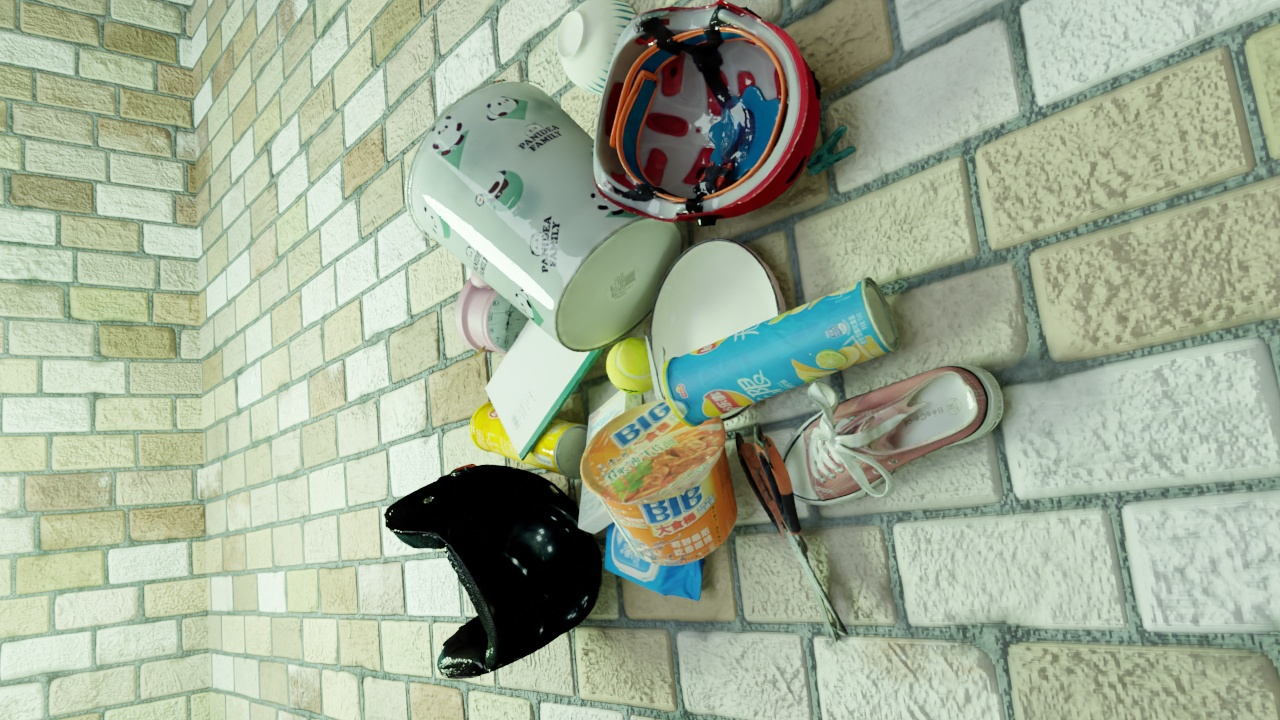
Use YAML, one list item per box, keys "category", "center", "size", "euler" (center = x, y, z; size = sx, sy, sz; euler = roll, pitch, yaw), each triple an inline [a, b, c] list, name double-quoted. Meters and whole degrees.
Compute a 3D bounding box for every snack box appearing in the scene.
- category: "snack box"
  center: [-0.035, 0.115, 1.068]
  size: [0.085, 0.027, 0.156]
  euler: [-40, 35, 42]

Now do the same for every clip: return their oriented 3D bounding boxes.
- category: "clip"
  center: [0.180, -0.198, 0.876]
  size: [0.055, 0.013, 0.037]
  euler: [-35, 62, 42]

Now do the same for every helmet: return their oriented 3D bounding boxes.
- category: "helmet"
  center: [-0.173, 0.241, 1.125]
  size: [0.275, 0.230, 0.234]
  euler: [-138, 34, -67]
- category: "helmet"
  center: [0.081, -0.231, 0.902]
  size: [0.240, 0.143, 0.207]
  euler: [14, 98, 34]

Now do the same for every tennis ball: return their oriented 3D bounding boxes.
- category: "tennis ball"
  center: [-0.006, 0.006, 1.053]
  size: [0.066, 0.065, 0.065]
  euler: [-3, 86, 50]

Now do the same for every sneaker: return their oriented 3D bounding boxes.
- category: "sneaker"
  center: [0.190, 0.066, 0.791]
  size: [0.242, 0.087, 0.118]
  euler: [-34, 63, 50]

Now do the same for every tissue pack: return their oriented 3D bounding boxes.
- category: "tissue pack"
  center: [0.014, 0.208, 1.031]
  size: [0.157, 0.052, 0.095]
  euler: [8, 95, 50]

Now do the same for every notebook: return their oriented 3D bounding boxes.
- category: "notebook"
  center: [-0.122, 0.002, 1.161]
  size: [0.209, 0.012, 0.150]
  euler: [-54, 44, 20]

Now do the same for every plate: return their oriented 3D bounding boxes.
- category: "plate"
  center: [0.085, -0.031, 0.964]
  size: [0.193, 0.039, 0.192]
  euler: [-3, 87, 50]

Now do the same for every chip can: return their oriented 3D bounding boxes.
- category: "chip can"
  center: [-0.144, 0.102, 1.210]
  size: [0.214, 0.072, 0.072]
  euler: [8, 95, 51]
- category: "chip can"
  center: [0.125, -0.005, 0.842]
  size: [0.211, 0.071, 0.071]
  euler: [-23, 70, 28]

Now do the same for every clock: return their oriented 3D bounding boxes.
- category: "clock"
  center: [-0.185, -0.082, 1.237]
  size: [0.060, 0.117, 0.158]
  euler: [17, 104, 39]

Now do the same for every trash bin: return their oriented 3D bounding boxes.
- category: "trash bin"
  center: [-0.101, -0.155, 1.041]
  size: [0.252, 0.229, 0.230]
  euler: [44, 122, 26]

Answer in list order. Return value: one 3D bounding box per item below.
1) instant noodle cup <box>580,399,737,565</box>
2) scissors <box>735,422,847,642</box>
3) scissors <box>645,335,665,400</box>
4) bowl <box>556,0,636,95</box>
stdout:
- category: "instant noodle cup"
  center: [0.028, 0.128, 0.934]
  size: [0.151, 0.151, 0.111]
  euler: [26, 146, 48]
- category: "scissors"
  center: [0.140, 0.155, 0.872]
  size: [0.189, 0.015, 0.224]
  euler: [-132, 23, -67]
- category: "scissors"
  center: [0.018, 0.046, 1.010]
  size: [0.144, 0.012, 0.170]
  euler: [-6, 108, 65]
- category: "bowl"
  center: [-0.061, -0.393, 1.134]
  size: [0.117, 0.066, 0.116]
  euler: [-4, 85, 50]
